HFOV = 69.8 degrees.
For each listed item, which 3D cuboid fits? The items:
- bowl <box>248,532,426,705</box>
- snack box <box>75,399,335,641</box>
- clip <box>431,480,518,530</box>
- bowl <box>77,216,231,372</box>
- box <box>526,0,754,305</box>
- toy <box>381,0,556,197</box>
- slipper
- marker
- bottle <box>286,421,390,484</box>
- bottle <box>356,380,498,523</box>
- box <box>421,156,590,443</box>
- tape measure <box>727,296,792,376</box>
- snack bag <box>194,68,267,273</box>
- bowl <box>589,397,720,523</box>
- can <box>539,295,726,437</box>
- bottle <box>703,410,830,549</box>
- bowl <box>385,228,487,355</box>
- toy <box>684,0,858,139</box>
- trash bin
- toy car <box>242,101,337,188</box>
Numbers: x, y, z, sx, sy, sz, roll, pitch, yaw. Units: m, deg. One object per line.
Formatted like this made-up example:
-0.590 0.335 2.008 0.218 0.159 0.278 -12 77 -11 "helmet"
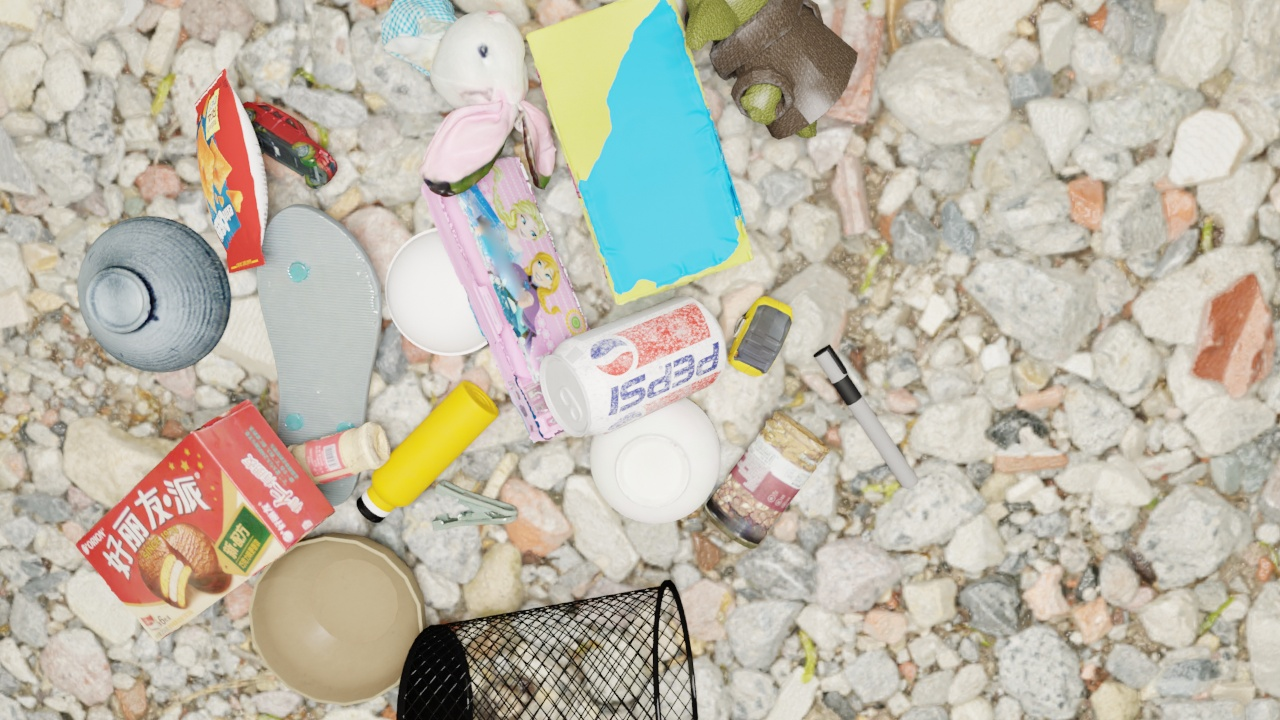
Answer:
-0.259 0.220 0.809 0.152 0.050 0.152 0 98 3 "bowl"
-0.361 0.137 0.752 0.237 0.060 0.113 -33 96 33 "snack box"
-0.144 0.131 0.804 0.076 0.023 0.059 6 100 4 "clip"
-0.426 -0.053 0.775 0.137 0.057 0.137 0 99 3 "bowl"
0.002 -0.163 0.726 0.124 0.080 0.221 -20 99 5 "box"
-0.130 -0.234 0.700 0.106 0.130 0.205 -44 68 39 "toy"
-0.265 -0.001 0.784 0.098 0.054 0.269 5 110 0 "slipper"
0.191 0.049 0.775 0.016 0.016 0.140 -34 95 7 "marker"
-0.266 0.084 0.766 0.109 0.044 0.044 -16 97 5 "bottle"
-0.186 0.082 0.788 0.144 0.043 0.043 -44 94 8 "bottle"
-0.091 -0.053 0.743 0.084 0.053 0.230 -26 97 -32 "box"
0.095 -0.021 0.746 0.037 0.064 0.065 26 98 -2 "tape measure"
-0.327 -0.145 0.733 0.039 0.131 0.144 -14 99 -34 "snack bag"
0.012 0.085 0.768 0.113 0.063 0.113 1 99 4 "bowl"
-0.004 0.004 0.720 0.135 0.078 0.078 -23 98 -31 "can"
0.105 0.099 0.767 0.056 0.056 0.105 35 98 -2 "bottle"
-0.166 -0.056 0.767 0.110 0.040 0.110 0 98 3 "bowl"
0.094 -0.238 0.685 0.152 0.178 0.078 43 140 -24 "toy"
-0.071 0.282 0.751 0.210 0.184 0.184 -7 98 10 "trash bin"
-0.291 -0.178 0.756 0.091 0.042 0.036 35 67 4 "toy car"
